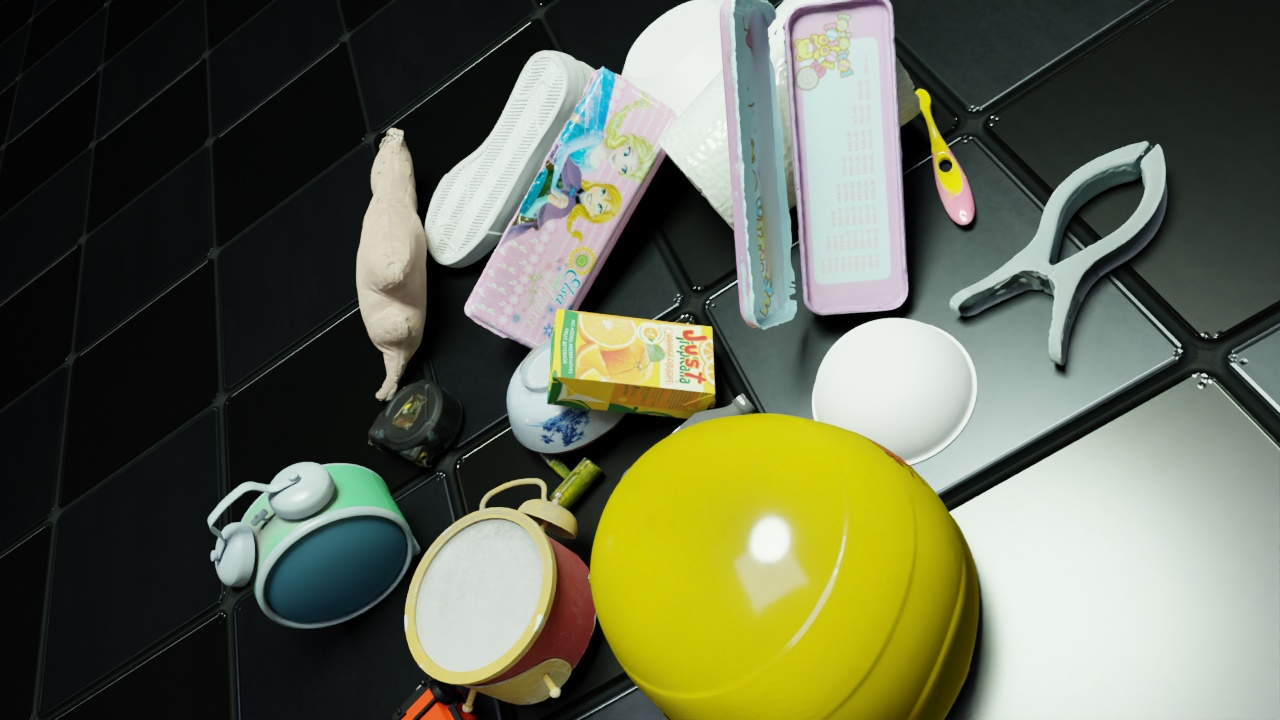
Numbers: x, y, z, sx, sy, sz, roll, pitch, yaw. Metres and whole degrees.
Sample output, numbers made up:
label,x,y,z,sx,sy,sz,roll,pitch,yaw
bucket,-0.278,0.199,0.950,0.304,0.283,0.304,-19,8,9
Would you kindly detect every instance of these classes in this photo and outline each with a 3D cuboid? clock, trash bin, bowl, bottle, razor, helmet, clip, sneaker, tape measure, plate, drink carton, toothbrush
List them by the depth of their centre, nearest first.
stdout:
label,x,y,z,sx,sy,sz,roll,pitch,yaw
helmet,0.063,0.116,0.516,0.240,0.139,0.208,20,74,28
clip,0.275,-0.077,0.599,0.090,0.027,0.162,26,77,41
bowl,0.160,0.012,0.604,0.110,0.040,0.109,-15,55,23
clock,-0.089,0.158,0.640,0.117,0.081,0.158,-18,53,22
bottle,0.035,0.064,0.650,0.110,0.036,0.036,-40,49,4
drink carton,-0.004,0.004,0.670,0.122,0.041,0.058,7,57,-9
toothbrush,0.225,-0.151,0.683,0.021,0.016,0.135,-18,56,19
clock,-0.255,0.134,0.703,0.122,0.161,0.075,-45,50,0
trash bin,0.107,-0.184,0.705,0.161,0.133,0.133,-41,49,9
bowl,-0.060,0.015,0.717,0.114,0.045,0.114,-17,42,16
razor,-0.074,0.074,0.723,0.042,0.026,0.106,-50,45,-2
tape measure,-0.192,0.053,0.794,0.071,0.042,0.072,15,68,40
plate,0.036,-0.270,0.809,0.174,0.036,0.173,-24,44,25
sneaker,-0.110,-0.177,0.863,0.243,0.090,0.089,-48,65,28

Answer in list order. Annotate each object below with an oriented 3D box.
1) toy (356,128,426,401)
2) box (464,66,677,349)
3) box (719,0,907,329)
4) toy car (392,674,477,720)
label,x,y,z,sx,sy,sz,roll,pitch,yaw
toy,-0.248,-0.106,0.904,0.264,0.065,0.196,-118,37,-55
box,-0.061,-0.125,0.782,0.230,0.084,0.090,-60,15,6
box,0.111,-0.134,0.618,0.062,0.140,0.214,-166,69,-66
toy car,-0.129,0.261,0.621,0.051,0.049,0.100,-46,49,-2
